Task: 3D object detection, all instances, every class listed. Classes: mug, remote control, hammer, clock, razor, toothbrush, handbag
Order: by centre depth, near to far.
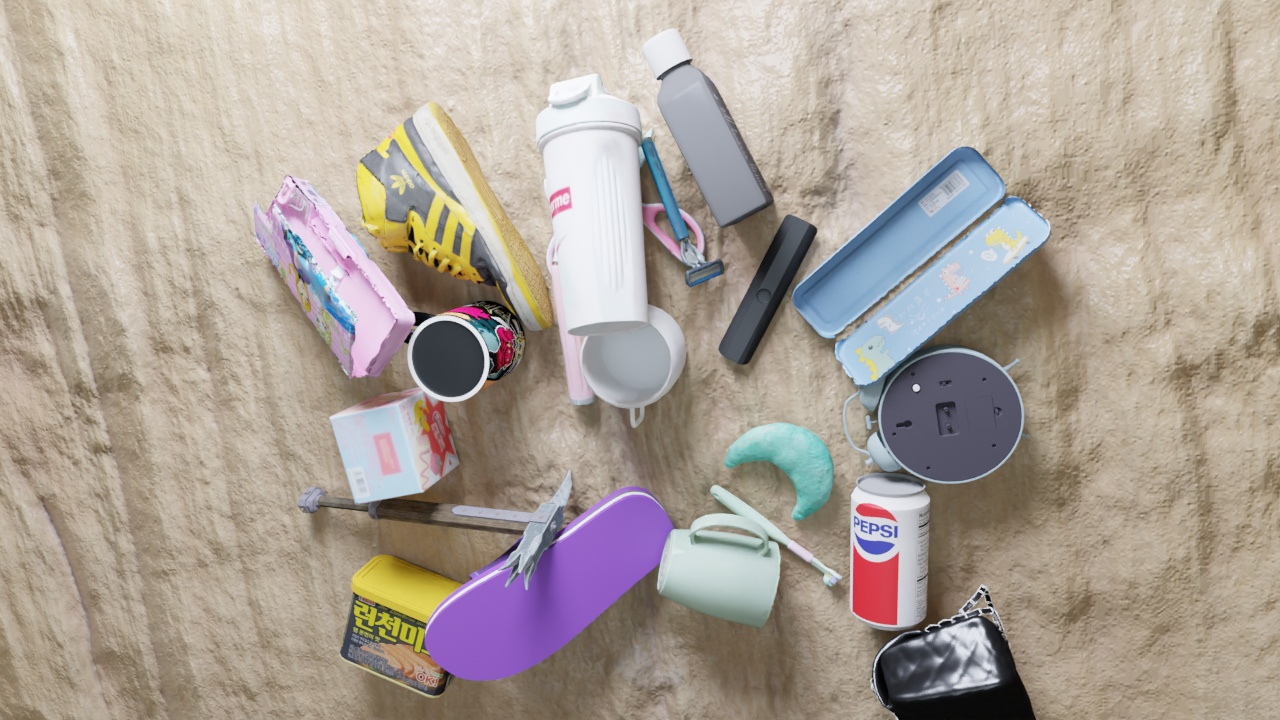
[{"bbox_3d":[0.266,0.049,0.833,0.159,0.045,0.122,-9,100,16],"label":"clock"},{"bbox_3d":[0.281,0.288,0.846,0.125,0.114,0.154,-20,138,17],"label":"handbag"},{"bbox_3d":[0.031,-0.139,0.848,0.042,0.022,0.144,-23,89,-26],"label":"razor"},{"bbox_3d":[0.118,-0.065,0.857,0.033,0.015,0.147,28,106,6],"label":"remote control"},{"bbox_3d":[0.076,0.191,0.872,0.104,0.084,0.111,14,123,-2],"label":"mug"},{"bbox_3d":[-0.005,0.005,0.873,0.094,0.068,0.116,0,102,13],"label":"mug"},{"bbox_3d":[-0.070,-0.063,0.881,0.026,0.027,0.223,-5,108,7],"label":"toothbrush"},{"bbox_3d":[-0.183,-0.018,0.893,0.118,0.098,0.082,23,106,7],"label":"mug"},{"bbox_3d":[0.132,0.172,0.905,0.155,0.015,0.022,37,137,3],"label":"toothbrush"},{"bbox_3d":[-0.225,0.154,0.949,0.317,0.146,0.028,2,127,24],"label":"hammer"}]

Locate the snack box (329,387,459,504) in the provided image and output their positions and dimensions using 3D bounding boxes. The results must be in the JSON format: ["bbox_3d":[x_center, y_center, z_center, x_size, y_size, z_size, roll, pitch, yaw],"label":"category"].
[{"bbox_3d":[-0.246,0.083,0.932,0.079,0.094,0.093,-12,98,14],"label":"snack box"}]

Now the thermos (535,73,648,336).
[{"bbox_3d":[-0.038,-0.135,0.803,0.099,0.099,0.220,-8,82,14],"label":"thermos"}]

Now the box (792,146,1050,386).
[{"bbox_3d":[0.244,-0.081,0.814,0.210,0.043,0.125,-43,71,18],"label":"box"}]

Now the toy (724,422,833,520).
[{"bbox_3d":[0.140,0.099,0.881,0.105,0.033,0.085,38,118,2],"label":"toy"}]

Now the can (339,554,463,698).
[{"bbox_3d":[-0.249,0.287,0.989,0.131,0.072,0.101,20,108,8],"label":"can"}]

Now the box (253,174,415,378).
[{"bbox_3d":[-0.312,-0.084,0.878,0.230,0.070,0.085,48,110,27],"label":"box"}]

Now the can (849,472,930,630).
[{"bbox_3d":[0.232,0.177,0.855,0.070,0.070,0.132,1,102,13],"label":"can"}]

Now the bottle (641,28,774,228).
[{"bbox_3d":[0.056,-0.205,0.807,0.046,0.083,0.174,-27,94,17],"label":"bottle"}]

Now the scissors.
[{"bbox_3d":[-0.024,-0.134,0.876,0.170,0.013,0.177,43,107,1],"label":"scissors"}]

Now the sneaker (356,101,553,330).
[{"bbox_3d":[-0.185,-0.114,0.878,0.122,0.086,0.238,-28,90,11],"label":"sneaker"}]

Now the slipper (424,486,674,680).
[{"bbox_3d":[-0.092,0.218,0.939,0.266,0.084,0.107,-35,108,-1],"label":"slipper"}]
